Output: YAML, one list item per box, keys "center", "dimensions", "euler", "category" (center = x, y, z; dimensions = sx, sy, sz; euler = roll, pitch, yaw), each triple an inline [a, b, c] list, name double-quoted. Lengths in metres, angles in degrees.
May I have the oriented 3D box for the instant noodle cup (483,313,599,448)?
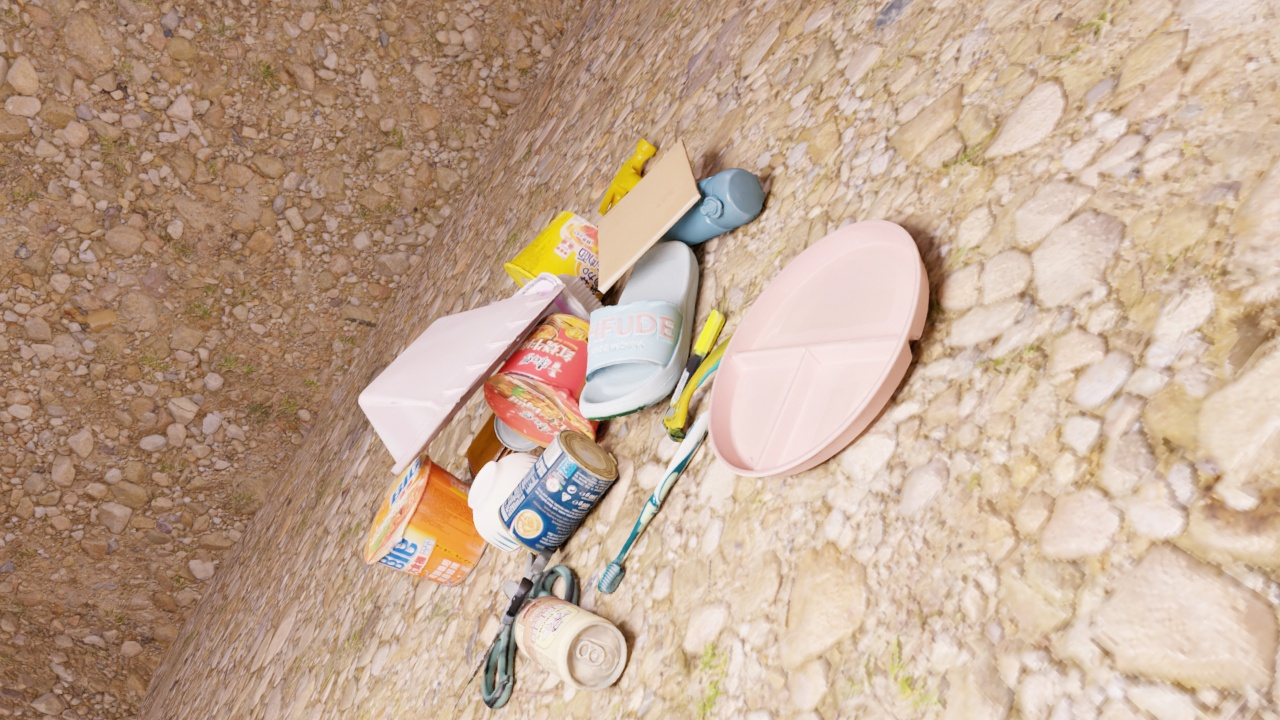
- center: [-0.091, 0.023, 1.032]
  dimensions: [0.138, 0.138, 0.108]
  euler: [-26, 30, 52]
  category: "instant noodle cup"

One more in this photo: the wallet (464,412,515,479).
- center: [-0.204, 0.119, 1.254]
  dimensions: [0.119, 0.035, 0.131]
  euler: [-58, 21, 1]
  category: "wallet"

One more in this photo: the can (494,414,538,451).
- center: [-0.144, 0.072, 1.127]
  dimensions: [0.066, 0.066, 0.094]
  euler: [-58, 6, 1]
  category: "can"

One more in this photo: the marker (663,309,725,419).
- center: [0.052, 0.008, 0.896]
  dimensions: [0.124, 0.015, 0.018]
  euler: [-65, 22, -8]
  category: "marker"

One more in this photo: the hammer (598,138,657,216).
- center: [0.009, -0.232, 1.267]
  dimensions: [0.129, 0.033, 0.300]
  euler: [-55, 22, 8]
  category: "hammer"

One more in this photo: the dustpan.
- center: [-0.199, 0.038, 1.074]
  dimensions: [0.274, 0.139, 0.221]
  euler: [-3, 35, 42]
  category: "dustpan"

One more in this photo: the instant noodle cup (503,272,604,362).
- center: [-0.103, -0.035, 1.139]
  dimensions: [0.174, 0.138, 0.060]
  euler: [-34, 10, 45]
  category: "instant noodle cup"

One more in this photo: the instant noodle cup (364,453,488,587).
- center: [-0.260, 0.208, 1.156]
  dimensions: [0.152, 0.111, 0.151]
  euler: [-45, 26, 29]
  category: "instant noodle cup"

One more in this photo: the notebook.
- center: [0.005, -0.171, 1.054]
  dimensions: [0.150, 0.012, 0.211]
  euler: [-43, 22, 19]
  category: "notebook"

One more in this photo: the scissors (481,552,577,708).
- center: [-0.121, 0.269, 0.914]
  dimensions: [0.170, 0.019, 0.180]
  euler: [-1, 61, 62]
  category: "scissors"

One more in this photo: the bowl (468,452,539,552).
- center: [-0.158, 0.157, 1.070]
  dimensions: [0.117, 0.066, 0.116]
  euler: [-45, 26, 29]
  category: "bowl"

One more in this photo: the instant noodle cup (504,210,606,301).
- center: [-0.095, -0.124, 1.227]
  dimensions: [0.109, 0.138, 0.138]
  euler: [-52, 21, -10]
  category: "instant noodle cup"

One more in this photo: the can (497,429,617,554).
- center: [-0.083, 0.133, 0.934]
  dimensions: [0.111, 0.075, 0.075]
  euler: [-51, 23, 15]
  category: "can"

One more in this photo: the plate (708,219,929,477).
- center: [0.136, -0.008, 0.721]
  dimensions: [0.230, 0.028, 0.229]
  euler: [-47, 24, 28]
  category: "plate"

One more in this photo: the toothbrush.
- center: [0.015, 0.127, 0.817]
  dimensions: [0.191, 0.016, 0.018]
  euler: [-58, 32, 1]
  category: "toothbrush"

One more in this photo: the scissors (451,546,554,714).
- center: [-0.130, 0.250, 0.872]
  dimensions: [0.159, 0.014, 0.181]
  euler: [-56, -3, -47]
  category: "scissors"

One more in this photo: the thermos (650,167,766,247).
- center: [0.055, -0.162, 1.036]
  dimensions: [0.221, 0.070, 0.070]
  euler: [-12, 50, 61]
  category: "thermos"

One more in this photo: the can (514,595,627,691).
- center: [-0.061, 0.237, 0.776]
  dimensions: [0.116, 0.058, 0.058]
  euler: [-6, 55, 62]
  category: "can"

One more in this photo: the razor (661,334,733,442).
- center: [0.065, 0.015, 0.845]
  dimensions: [0.133, 0.028, 0.043]
  euler: [-52, 20, 11]
  category: "razor"

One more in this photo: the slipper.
- center: [0.000, -0.042, 0.955]
  dimensions: [0.104, 0.074, 0.244]
  euler: [-7, 47, 31]
  category: "slipper"
